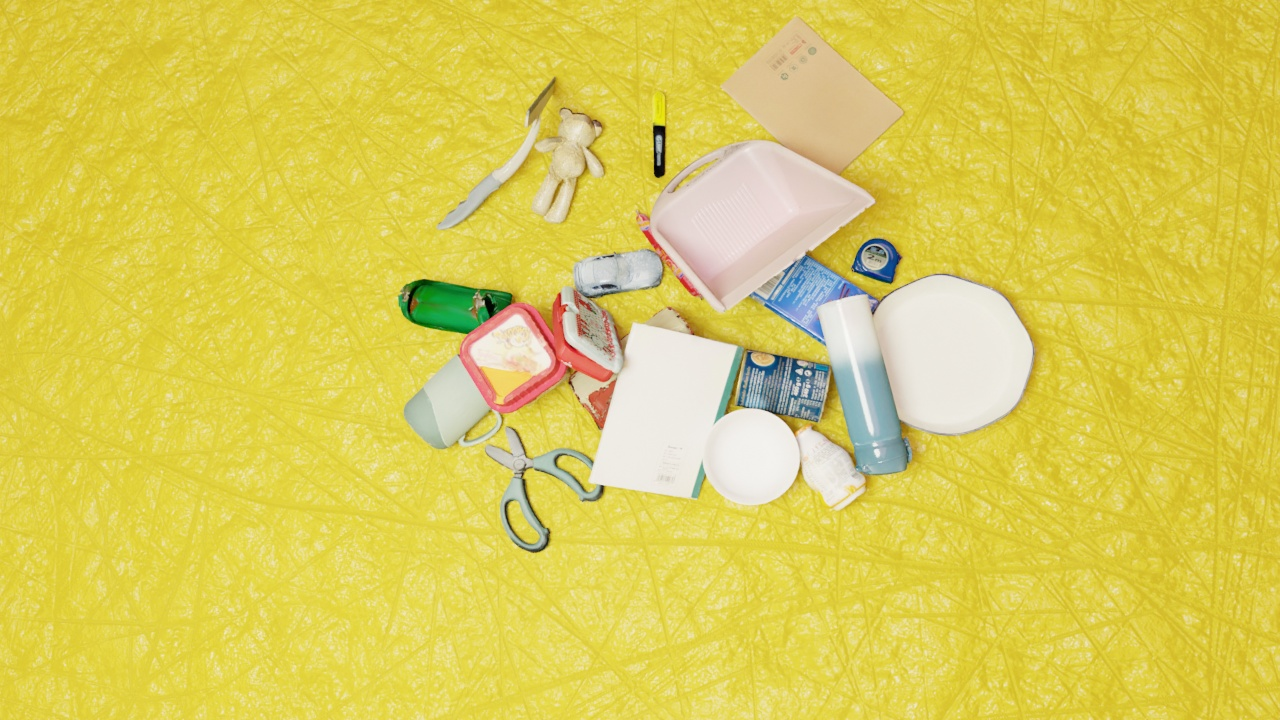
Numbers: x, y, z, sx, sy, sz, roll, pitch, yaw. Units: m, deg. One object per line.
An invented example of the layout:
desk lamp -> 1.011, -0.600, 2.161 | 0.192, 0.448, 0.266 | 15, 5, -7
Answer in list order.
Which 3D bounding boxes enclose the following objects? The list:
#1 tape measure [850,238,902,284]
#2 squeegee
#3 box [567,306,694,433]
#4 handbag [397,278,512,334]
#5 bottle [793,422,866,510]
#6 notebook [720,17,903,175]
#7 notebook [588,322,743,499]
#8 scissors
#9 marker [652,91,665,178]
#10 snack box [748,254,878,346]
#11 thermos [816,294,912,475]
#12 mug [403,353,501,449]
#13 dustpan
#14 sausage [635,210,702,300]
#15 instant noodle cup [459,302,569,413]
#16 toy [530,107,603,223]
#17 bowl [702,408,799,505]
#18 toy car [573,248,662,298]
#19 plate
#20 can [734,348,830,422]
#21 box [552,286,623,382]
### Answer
tape measure -> 0.309, -0.131, 1.199 | 0.058, 0.025, 0.054 | 20, 81, 6
squeegee -> -0.193, -0.258, 1.243 | 0.039, 0.246, 0.247 | 38, 112, -15
box -> -0.007, 0.007, 1.166 | 0.168, 0.091, 0.079 | -36, 118, 0
handbag -> -0.240, -0.072, 1.207 | 0.131, 0.120, 0.068 | 11, 85, 8
bottle -> 0.230, 0.130, 1.142 | 0.063, 0.063, 0.108 | -35, 78, -1
notebook -> 0.233, -0.357, 1.257 | 0.148, 0.008, 0.207 | -43, 78, -2
notebook -> 0.033, 0.067, 1.138 | 0.150, 0.012, 0.209 | 12, 102, -20
scissors -> -0.143, 0.174, 1.202 | 0.174, 0.019, 0.177 | 23, 84, 9
marker -> 0.026, -0.312, 1.270 | 0.018, 0.015, 0.124 | -2, 81, 10
snack box -> 0.222, -0.083, 1.199 | 0.157, 0.026, 0.084 | 35, 86, 11
thermos -> 0.272, 0.032, 1.116 | 0.070, 0.070, 0.220 | -14, 85, 4
mug -> -0.240, 0.067, 1.208 | 0.106, 0.082, 0.112 | -44, 109, -3
dustpan -> 0.120, -0.188, 1.143 | 0.222, 0.273, 0.139 | -37, 103, -4
sausage -> 0.037, -0.142, 1.237 | 0.020, 0.020, 0.156 | -36, 78, -1
instant noodle cup -> -0.151, 0.003, 1.178 | 0.116, 0.124, 0.116 | -34, 77, 3
toy -> -0.104, -0.265, 1.259 | 0.105, 0.066, 0.157 | 21, 86, -23
bowl -> 0.138, 0.122, 1.153 | 0.118, 0.065, 0.118 | -1, 82, 5
toy car -> -0.030, -0.118, 1.233 | 0.120, 0.037, 0.054 | -8, 78, 2
plate -> 0.382, -0.005, 1.158 | 0.205, 0.045, 0.204 | -1, 79, 7
can -> 0.180, 0.032, 1.159 | 0.111, 0.075, 0.075 | 11, 81, 8
box -> -0.065, -0.038, 1.142 | 0.087, 0.201, 0.048 | 28, 106, -17
